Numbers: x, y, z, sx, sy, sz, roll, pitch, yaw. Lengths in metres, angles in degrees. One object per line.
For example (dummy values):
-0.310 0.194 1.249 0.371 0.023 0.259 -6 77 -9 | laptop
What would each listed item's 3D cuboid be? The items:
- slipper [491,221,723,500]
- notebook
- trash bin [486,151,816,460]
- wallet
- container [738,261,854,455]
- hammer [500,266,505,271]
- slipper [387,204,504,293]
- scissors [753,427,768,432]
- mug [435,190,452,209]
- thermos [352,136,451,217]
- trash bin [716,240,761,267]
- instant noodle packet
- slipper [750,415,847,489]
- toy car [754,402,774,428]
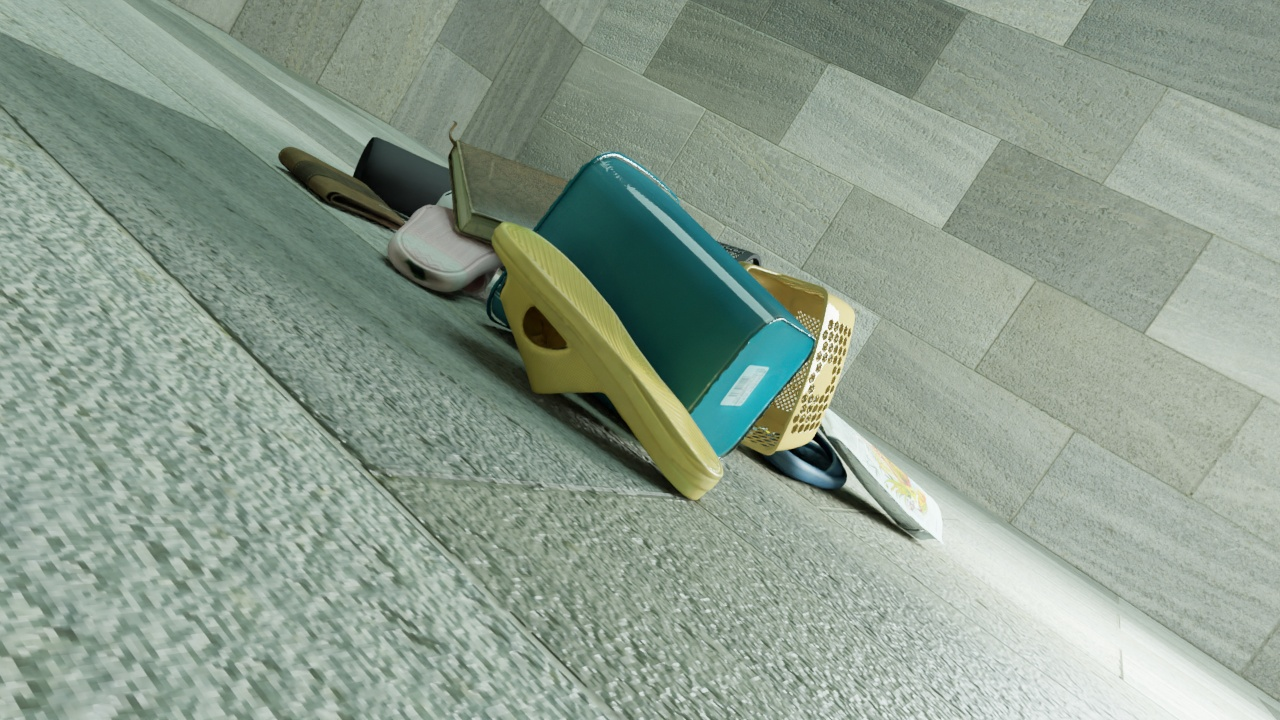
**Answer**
-0.043 0.006 0.700 0.263 0.078 0.099 51 10 10 | slipper
-0.106 -0.172 0.996 0.215 0.035 0.190 15 37 -29 | notebook
0.020 -0.036 0.841 0.218 0.199 0.196 43 12 26 | trash bin
-0.323 -0.184 1.001 0.099 0.027 0.121 39 8 28 | wallet
0.130 -0.002 0.977 0.129 0.183 0.166 25 10 41 | container
-0.049 -0.070 1.198 0.132 0.033 0.333 -13 40 -36 | hammer
-0.192 -0.109 0.919 0.107 0.056 0.221 31 17 -3 | slipper
0.180 0.106 1.251 0.117 0.012 0.129 37 9 37 | scissors
-0.192 -0.156 1.078 0.124 0.090 0.076 18 32 40 | mug
-0.255 -0.207 1.185 0.218 0.106 0.106 23 10 -28 | thermos
0.043 -0.127 1.540 0.243 0.217 0.216 27 5 18 | trash bin
0.284 0.126 1.149 0.269 0.057 0.146 44 7 -29 | instant noodle packet
0.200 0.110 1.110 0.104 0.059 0.213 38 10 26 | slipper
0.099 0.036 1.191 0.081 0.056 0.189 28 1 -38 | toy car
